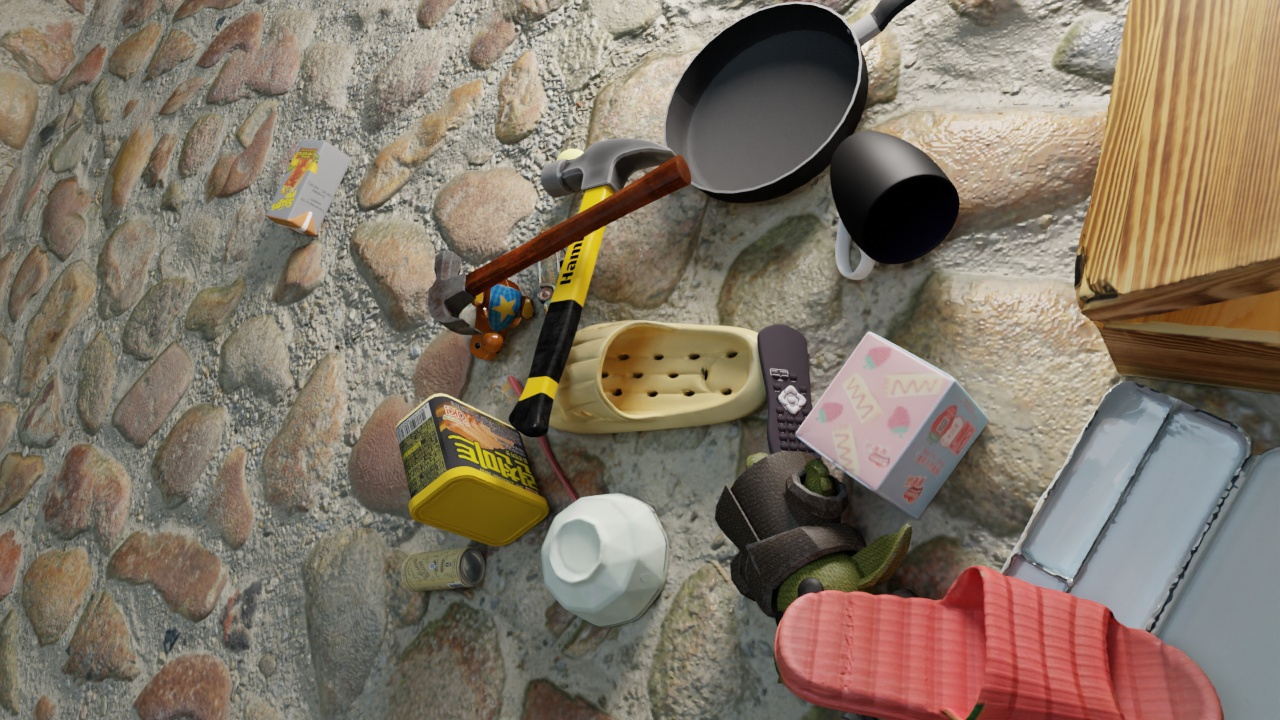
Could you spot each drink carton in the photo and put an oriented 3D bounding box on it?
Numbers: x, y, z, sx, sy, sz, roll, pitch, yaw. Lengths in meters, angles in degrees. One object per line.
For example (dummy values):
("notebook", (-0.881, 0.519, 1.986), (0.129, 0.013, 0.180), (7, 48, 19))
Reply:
("drink carton", (-0.463, -0.241, 1.280), (0.076, 0.048, 0.124), (16, 80, 39))

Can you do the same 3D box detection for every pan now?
("pan", (0.179, -0.279, 0.846), (0.356, 0.044, 0.203), (-31, 55, 21))

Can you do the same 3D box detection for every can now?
("can", (-0.195, 0.206, 0.903), (0.080, 0.038, 0.038), (-13, 63, 31))
("can", (-0.160, 0.103, 0.865), (0.073, 0.130, 0.101), (-38, 51, 16))

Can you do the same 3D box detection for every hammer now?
("hammer", (-0.084, -0.111, 0.863), (0.301, 0.028, 0.111), (-24, 49, 26))
("hammer", (-0.058, -0.078, 0.861), (0.170, 0.034, 0.323), (-6, 58, 37))

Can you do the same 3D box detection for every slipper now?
("slipper", (-0.005, 0.005, 0.833), (0.262, 0.079, 0.111), (-2, 66, 34))
("slipper", (0.202, 0.171, 0.538), (0.249, 0.059, 0.103), (5, 43, 19))

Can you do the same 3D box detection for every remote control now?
("remote control", (0.122, 0.025, 0.756), (0.009, 0.046, 0.124), (125, 146, -59))

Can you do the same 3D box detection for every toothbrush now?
("toothbrush", (-0.096, 0.082, 0.903), (0.016, 0.015, 0.184), (-44, 53, 12))

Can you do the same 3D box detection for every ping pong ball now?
("ping pong ball", (-0.073, -0.209, 0.996), (0.040, 0.040, 0.040), (-15, 62, 30))

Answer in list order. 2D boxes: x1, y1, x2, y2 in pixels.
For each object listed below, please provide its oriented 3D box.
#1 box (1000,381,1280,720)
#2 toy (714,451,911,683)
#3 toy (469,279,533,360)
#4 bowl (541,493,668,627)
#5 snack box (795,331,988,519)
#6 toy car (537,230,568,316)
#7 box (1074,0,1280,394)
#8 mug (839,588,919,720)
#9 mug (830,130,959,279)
("box", (0.336, 0.134, 0.568), (0.190, 0.037, 0.209), (27, 88, 32))
("toy", (0.113, 0.139, 0.674), (0.180, 0.078, 0.152), (-63, 38, 34))
("toy", (-0.165, -0.048, 0.997), (0.103, 0.070, 0.090), (26, 100, 62))
("bowl", (-0.039, 0.168, 0.791), (0.118, 0.061, 0.117), (-12, 67, 28))
("snack box", (0.183, 0.048, 0.668), (0.079, 0.093, 0.095), (36, 93, 40))
("toy car", (-0.080, -0.087, 0.944), (0.047, 0.047, 0.111), (-12, 57, 10))
("box", (0.376, -0.147, 0.514), (0.270, 0.263, 0.279), (8, 77, 39))
("mug", (0.189, 0.228, 0.605), (0.107, 0.079, 0.116), (41, 122, 41))
("mug", (0.192, -0.128, 0.757), (0.100, 0.084, 0.119), (-109, 35, -46))
